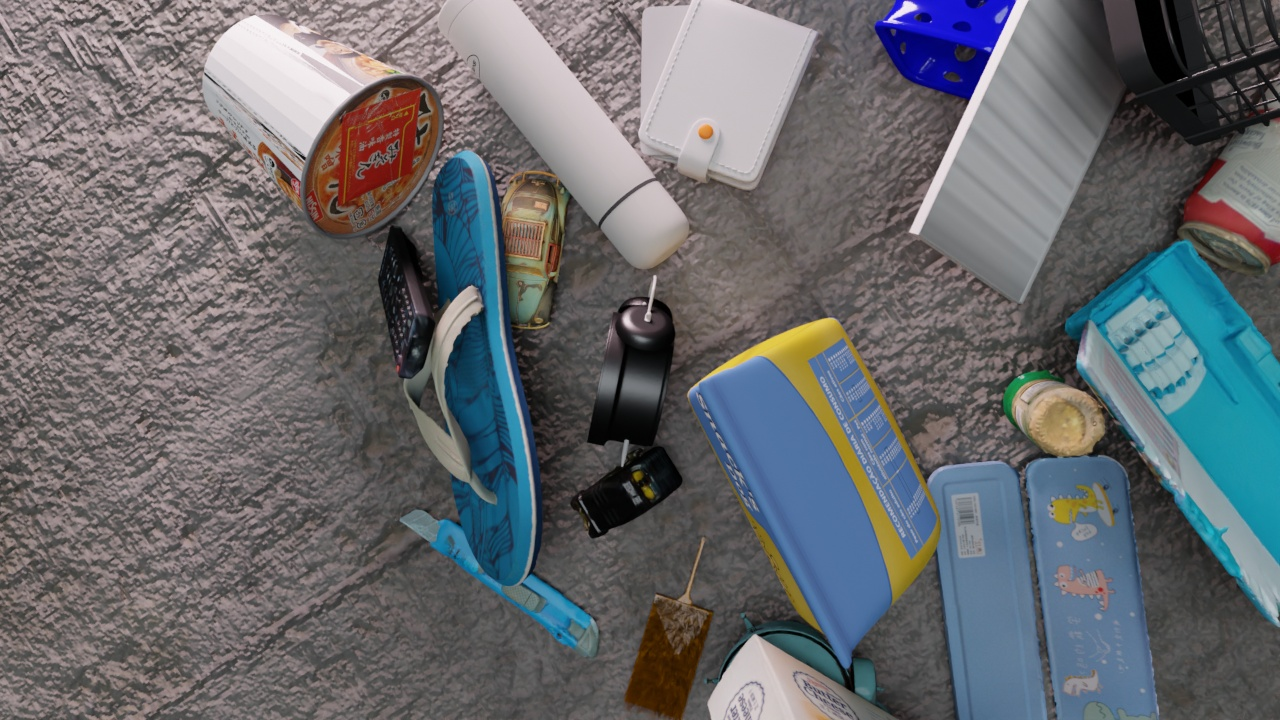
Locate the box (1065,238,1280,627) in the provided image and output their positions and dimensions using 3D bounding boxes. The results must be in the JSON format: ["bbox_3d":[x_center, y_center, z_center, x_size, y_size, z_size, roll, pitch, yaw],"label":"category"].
[{"bbox_3d":[0.339,0.059,0.542,0.181,0.072,0.227,-34,87,-34],"label":"box"}]

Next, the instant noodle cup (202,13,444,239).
[{"bbox_3d":[-0.222,-0.168,0.627,0.122,0.123,0.124,36,97,15],"label":"instant noodle cup"}]

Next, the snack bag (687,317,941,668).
[{"bbox_3d":[0.095,0.066,0.531,0.102,0.205,0.159,-28,87,20],"label":"snack bag"}]

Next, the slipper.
[{"bbox_3d":[-0.124,0.005,0.616,0.060,0.118,0.294,-4,85,-31],"label":"slipper"}]

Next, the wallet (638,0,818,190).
[{"bbox_3d":[0.043,-0.185,0.620,0.115,0.037,0.118,23,92,7],"label":"wallet"}]

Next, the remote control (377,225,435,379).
[{"bbox_3d":[-0.155,-0.042,0.610,0.022,0.150,0.047,9,115,-25],"label":"remote control"}]

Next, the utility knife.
[{"bbox_3d":[-0.101,0.158,0.667,0.175,0.015,0.031,32,92,8],"label":"utility knife"}]

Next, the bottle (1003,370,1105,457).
[{"bbox_3d":[0.249,0.031,0.556,0.043,0.111,0.043,1,94,14],"label":"bottle"}]

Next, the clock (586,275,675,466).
[{"bbox_3d":[-0.004,0.003,0.607,0.042,0.091,0.121,11,100,-2],"label":"clock"}]

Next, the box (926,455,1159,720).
[{"bbox_3d":[0.263,0.168,0.602,0.128,0.034,0.209,-7,91,20],"label":"box"}]

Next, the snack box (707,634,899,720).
[{"bbox_3d":[0.143,0.254,0.538,0.208,0.104,0.057,33,97,-12],"label":"snack box"}]

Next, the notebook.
[{"bbox_3d":[0.244,-0.150,0.550,0.009,0.142,0.210,30,98,46],"label":"notebook"}]

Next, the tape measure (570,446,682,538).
[{"bbox_3d":[-0.005,0.084,0.622,0.067,0.062,0.038,-36,85,46],"label":"tape measure"}]

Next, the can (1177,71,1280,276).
[{"bbox_3d":[0.400,-0.136,0.550,0.067,0.067,0.170,34,97,6],"label":"can"}]

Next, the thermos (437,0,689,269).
[{"bbox_3d":[-0.050,-0.159,0.627,0.052,0.052,0.224,-39,86,8],"label":"thermos"}]

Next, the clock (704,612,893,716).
[{"bbox_3d":[0.110,0.225,0.616,0.124,0.053,0.090,29,97,7],"label":"clock"}]

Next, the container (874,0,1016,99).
[{"bbox_3d":[0.214,-0.230,0.559,0.085,0.084,0.113,29,95,31],"label":"container"}]

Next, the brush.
[{"bbox_3d":[0.025,0.190,0.646,0.048,0.017,0.126,17,95,8],"label":"brush"}]

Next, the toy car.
[{"bbox_3d":[-0.080,-0.078,0.637,0.047,0.047,0.112,9,93,5],"label":"toy car"}]

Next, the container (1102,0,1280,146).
[{"bbox_3d":[0.322,-0.244,0.474,0.131,0.162,0.241,-14,77,42],"label":"container"}]
